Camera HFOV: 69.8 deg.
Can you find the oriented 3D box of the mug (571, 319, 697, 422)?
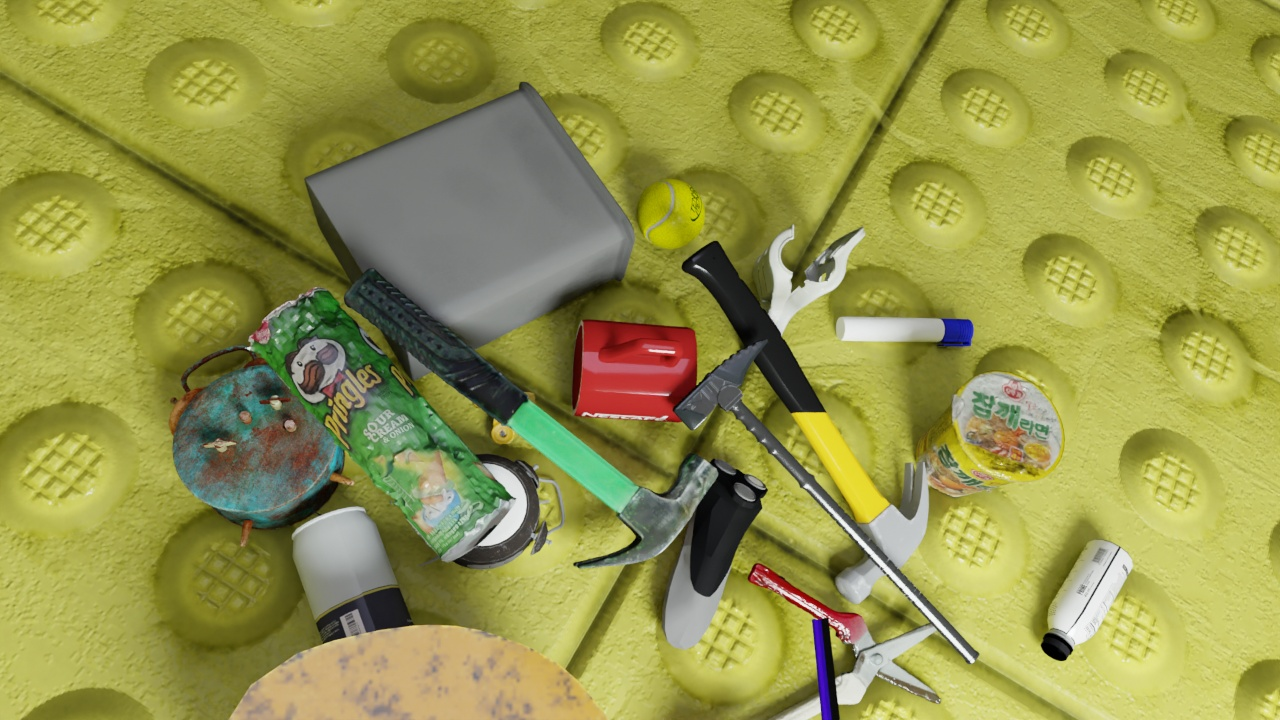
[{"bbox_3d":[-0.005,0.005,0.778,0.096,0.117,0.080,4,70,-9],"label":"mug"}]

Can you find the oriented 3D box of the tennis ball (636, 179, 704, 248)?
[{"bbox_3d":[0.029,-0.140,0.876,0.065,0.065,0.065,4,66,-9],"label":"tennis ball"}]

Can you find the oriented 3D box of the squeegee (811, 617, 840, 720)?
[{"bbox_3d":[0.057,0.312,0.668,0.185,0.055,0.249,-8,41,11],"label":"squeegee"}]

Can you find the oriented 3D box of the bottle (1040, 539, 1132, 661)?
[{"bbox_3d":[0.386,0.211,0.801,0.041,0.041,0.115,41,66,8],"label":"bottle"}]

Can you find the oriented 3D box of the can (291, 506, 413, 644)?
[{"bbox_3d":[-0.219,0.168,0.694,0.064,0.064,0.127,-21,72,-19],"label":"can"}]

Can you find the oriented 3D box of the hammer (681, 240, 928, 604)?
[{"bbox_3d":[0.140,0.040,0.784,0.126,0.029,0.323,-35,96,-21],"label":"hammer"}]

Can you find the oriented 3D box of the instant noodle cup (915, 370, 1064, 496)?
[{"bbox_3d":[0.297,0.073,0.808,0.102,0.108,0.102,4,66,-9],"label":"instant noodle cup"}]

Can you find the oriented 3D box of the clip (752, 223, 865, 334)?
[{"bbox_3d":[0.129,-0.072,0.841,0.150,0.126,0.110,-44,88,0],"label":"clip"}]

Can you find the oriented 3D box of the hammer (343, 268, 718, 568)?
[{"bbox_3d":[-0.096,0.042,0.721,0.319,0.032,0.130,40,78,-6],"label":"hammer"}]

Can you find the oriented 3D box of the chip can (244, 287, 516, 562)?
[{"bbox_3d":[-0.190,0.049,0.686,0.223,0.076,0.075,46,66,4],"label":"chip can"}]

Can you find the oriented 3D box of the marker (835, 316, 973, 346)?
[{"bbox_3d":[0.258,-0.028,0.894,0.133,0.023,0.027,1,88,-10],"label":"marker"}]

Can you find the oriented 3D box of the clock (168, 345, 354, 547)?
[{"bbox_3d":[-0.306,0.053,0.725,0.121,0.073,0.157,-30,74,-21],"label":"clock"}]

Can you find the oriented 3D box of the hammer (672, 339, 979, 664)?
[{"bbox_3d":[0.170,0.125,0.754,0.095,0.015,0.325,-43,93,-3],"label":"hammer"}]

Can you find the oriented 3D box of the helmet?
[{"bbox_3d":[-0.144,0.292,0.616,0.255,0.132,0.205,7,65,-7],"label":"helmet"}]

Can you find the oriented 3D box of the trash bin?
[{"bbox_3d":[-0.149,-0.117,0.817,0.219,0.098,0.191,-29,74,-20],"label":"trash bin"}]

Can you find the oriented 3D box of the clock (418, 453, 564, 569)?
[{"bbox_3d":[-0.122,0.120,0.745,0.122,0.044,0.091,-7,68,-14],"label":"clock"}]

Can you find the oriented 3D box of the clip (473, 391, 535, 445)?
[{"bbox_3d":[-0.117,0.046,0.789,0.054,0.046,0.048,4,41,-10],"label":"clip"}]

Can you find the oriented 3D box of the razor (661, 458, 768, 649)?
[{"bbox_3d":[0.056,0.160,0.757,0.057,0.060,0.156,27,78,-10],"label":"razor"}]

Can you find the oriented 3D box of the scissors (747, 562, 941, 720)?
[{"bbox_3d":[0.152,0.250,0.745,0.199,0.015,0.179,38,75,-5],"label":"scissors"}]
